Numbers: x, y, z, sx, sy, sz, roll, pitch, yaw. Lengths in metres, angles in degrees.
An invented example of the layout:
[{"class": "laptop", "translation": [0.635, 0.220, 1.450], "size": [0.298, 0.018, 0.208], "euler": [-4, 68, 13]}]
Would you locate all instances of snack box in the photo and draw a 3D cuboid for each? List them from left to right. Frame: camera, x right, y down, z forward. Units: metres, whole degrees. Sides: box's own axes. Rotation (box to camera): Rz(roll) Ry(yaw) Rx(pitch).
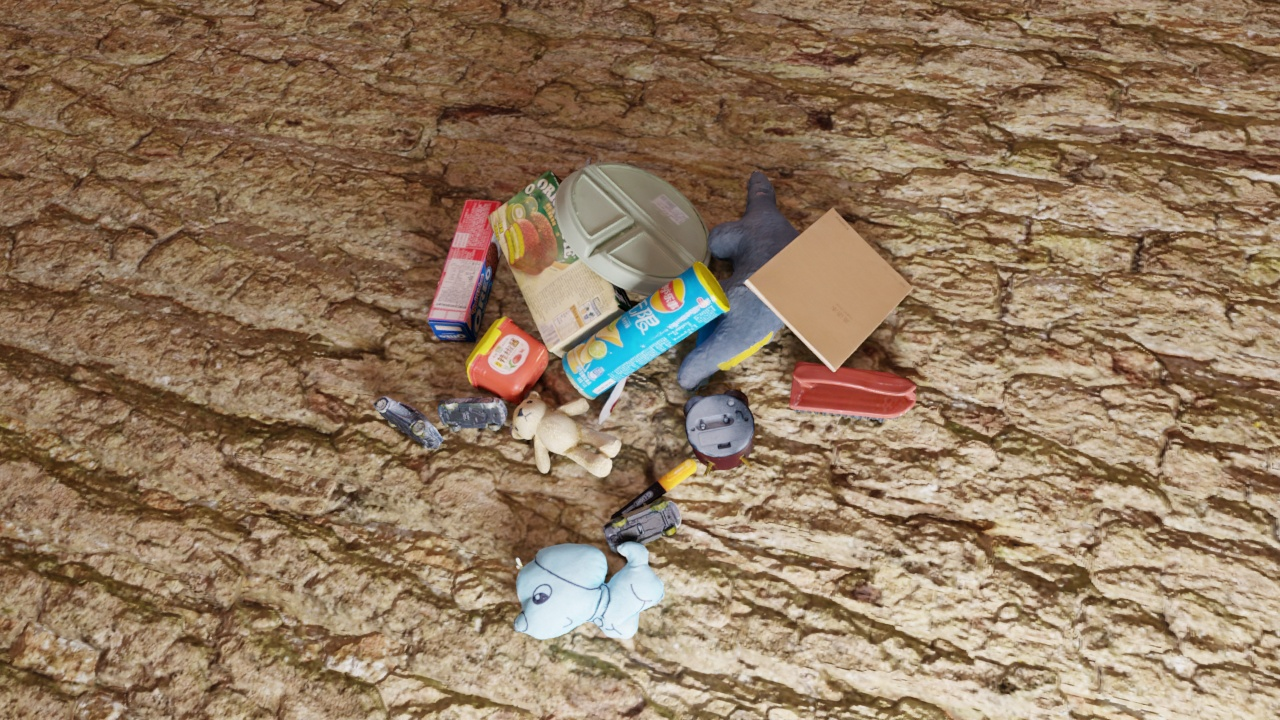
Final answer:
[{"class": "snack box", "translation": [-0.237, -0.125, 1.274], "size": [0.058, 0.057, 0.207], "euler": [6, 61, 10]}, {"class": "snack box", "translation": [-0.169, 0.004, 1.181], "size": [0.080, 0.082, 0.091], "euler": [29, 69, 8]}, {"class": "snack box", "translation": [-0.107, -0.126, 1.218], "size": [0.115, 0.063, 0.240], "euler": [-34, 63, 14]}]

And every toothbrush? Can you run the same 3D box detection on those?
[{"class": "toothbrush", "translation": [-0.007, 0.007, 1.185], "size": [0.017, 0.016, 0.187], "euler": [25, 67, 11]}]

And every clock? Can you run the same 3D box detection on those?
[{"class": "clock", "translation": [0.095, 0.077, 1.105], "size": [0.082, 0.055, 0.121], "euler": [-11, 58, 4]}]

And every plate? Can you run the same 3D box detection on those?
[{"class": "plate", "translation": [-0.003, -0.179, 1.213], "size": [0.230, 0.028, 0.229], "euler": [16, 49, -20]}]

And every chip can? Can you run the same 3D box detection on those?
[{"class": "chip can", "translation": [0.005, -0.035, 1.131], "size": [0.210, 0.071, 0.071], "euler": [-33, 58, 16]}]

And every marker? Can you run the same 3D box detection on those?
[{"class": "marker", "translation": [0.016, 0.157, 1.095], "size": [0.123, 0.015, 0.018], "euler": [-35, 57, -9]}]

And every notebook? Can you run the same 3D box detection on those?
[{"class": "notebook", "translation": [0.237, -0.093, 1.133], "size": [0.149, 0.012, 0.210], "euler": [46, 52, 6]}]

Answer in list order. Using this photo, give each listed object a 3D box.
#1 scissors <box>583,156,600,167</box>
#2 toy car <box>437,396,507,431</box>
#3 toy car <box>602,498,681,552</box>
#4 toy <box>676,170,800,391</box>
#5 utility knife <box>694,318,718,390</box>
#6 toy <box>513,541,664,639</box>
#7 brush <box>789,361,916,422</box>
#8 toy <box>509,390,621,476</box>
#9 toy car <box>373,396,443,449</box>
[{"class": "scissors", "translation": [-0.089, -0.231, 1.336], "size": [0.173, 0.012, 0.126], "euler": [-40, 60, -14]}, {"class": "toy car", "translation": [-0.214, 0.065, 1.171], "size": [0.091, 0.043, 0.034], "euler": [-2, 27, 13]}, {"class": "toy car", "translation": [0.002, 0.189, 1.063], "size": [0.090, 0.042, 0.035], "euler": [-22, 16, -2]}, {"class": "toy", "translation": [0.149, -0.111, 1.184], "size": [0.138, 0.091, 0.355], "euler": [5, 60, 22]}, {"class": "utility knife", "translation": [0.088, -0.031, 1.189], "size": [0.034, 0.018, 0.160], "euler": [12, 63, -1]}, {"class": "toy", "translation": [-0.067, 0.256, 1.030], "size": [0.156, 0.050, 0.161], "euler": [36, 79, 14]}, {"class": "brush", "translation": [0.254, 0.036, 1.093], "size": [0.146, 0.069, 0.063], "euler": [7, 63, 13]}, {"class": "toy", "translation": [-0.093, 0.092, 1.121], "size": [0.157, 0.066, 0.105], "euler": [23, 84, 29]}, {"class": "toy car", "translation": [-0.296, 0.077, 1.173], "size": [0.105, 0.049, 0.031], "euler": [27, 64, 22]}]
